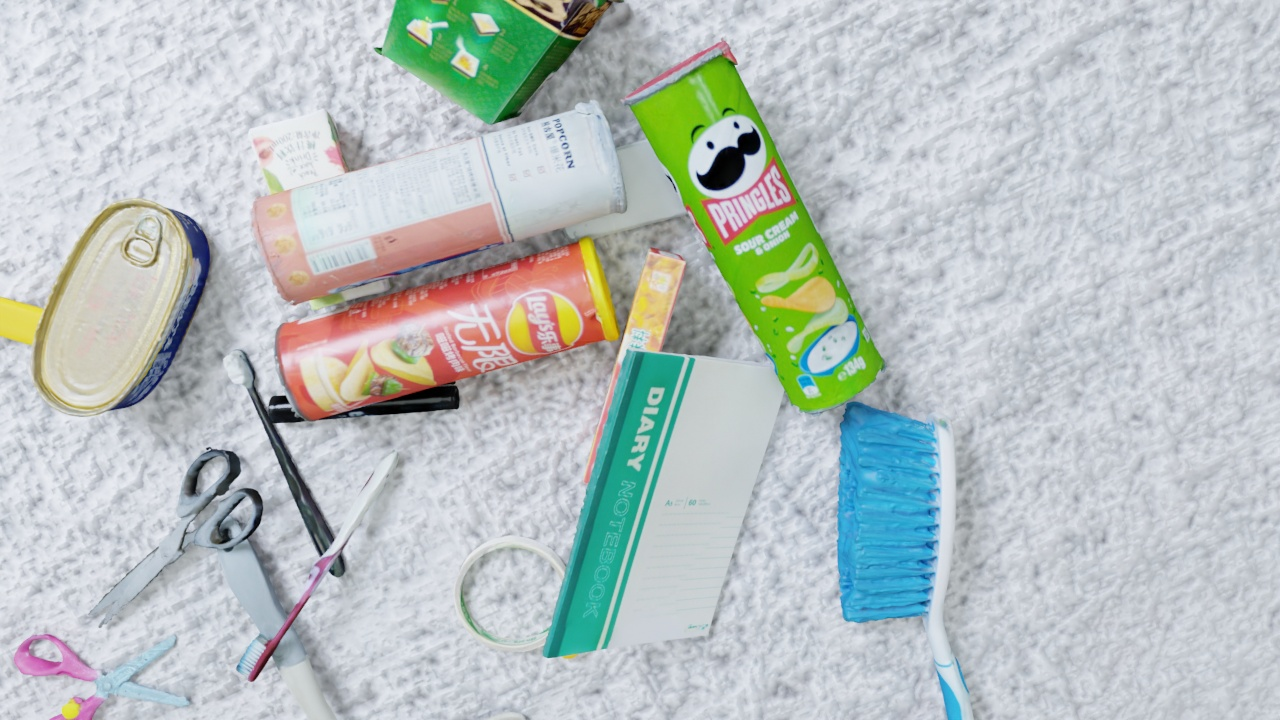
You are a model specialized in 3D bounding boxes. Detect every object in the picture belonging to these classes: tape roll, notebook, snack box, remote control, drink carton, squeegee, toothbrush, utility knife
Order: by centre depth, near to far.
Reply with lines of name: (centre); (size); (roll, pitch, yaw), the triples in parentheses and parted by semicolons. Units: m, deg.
snack box: (-0.089, -0.211, 0.567); (0.117, 0.118, 0.106); (33, 110, -5)
drink carton: (-0.211, -0.098, 0.611); (0.053, 0.045, 0.122); (-18, 100, -6)
snack box: (-0.004, 0.004, 0.612); (0.027, 0.077, 0.156); (16, 99, -2)
notebook: (0.020, 0.097, 0.615); (0.150, 0.012, 0.209); (6, 104, -42)
remote control: (0.007, -0.121, 0.620); (0.135, 0.019, 0.056); (-15, 100, 2)
utility knife: (-0.434, -0.030, 0.638); (0.197, 0.015, 0.033); (17, 91, -5)
toothbrush: (-0.227, 0.142, 0.649); (0.017, 0.016, 0.187); (32, 85, 5)
toothbrush: (-0.254, 0.076, 0.657); (0.015, 0.018, 0.181); (-22, 100, 1)
squeegee: (-0.247, 0.225, 0.670); (0.246, 0.039, 0.246); (-26, 98, 4)
tape roll: (-0.094, 0.171, 0.673); (0.086, 0.014, 0.086); (0, 100, 0)

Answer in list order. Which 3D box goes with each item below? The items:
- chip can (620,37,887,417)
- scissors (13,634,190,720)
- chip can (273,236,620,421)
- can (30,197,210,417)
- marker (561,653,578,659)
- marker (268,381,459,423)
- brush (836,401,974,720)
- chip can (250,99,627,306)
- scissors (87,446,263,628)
chip can: (0.077, -0.079, 0.584); (0.072, 0.072, 0.236); (-30, 107, 5)
scissors: (-0.407, 0.237, 0.686); (0.133, 0.017, 0.124); (-35, 94, 1)
chip can: (-0.125, -0.021, 0.607); (0.216, 0.073, 0.073); (-15, 99, 0)
can: (-0.343, -0.035, 0.611); (0.074, 0.049, 0.148); (24, 90, -6)
marker: (-0.024, 0.165, 0.672); (0.018, 0.015, 0.124); (32, 96, -7)
marker: (-0.194, 0.029, 0.646); (0.132, 0.020, 0.022); (-4, 83, 0)
brush: (0.196, 0.183, 0.657); (0.109, 0.060, 0.315); (-2, 102, -3)
chip can: (-0.120, -0.096, 0.563); (0.214, 0.071, 0.071); (-17, 99, -5)
scissors: (-0.334, 0.142, 0.658); (0.141, 0.014, 0.173); (16, 90, 20)
